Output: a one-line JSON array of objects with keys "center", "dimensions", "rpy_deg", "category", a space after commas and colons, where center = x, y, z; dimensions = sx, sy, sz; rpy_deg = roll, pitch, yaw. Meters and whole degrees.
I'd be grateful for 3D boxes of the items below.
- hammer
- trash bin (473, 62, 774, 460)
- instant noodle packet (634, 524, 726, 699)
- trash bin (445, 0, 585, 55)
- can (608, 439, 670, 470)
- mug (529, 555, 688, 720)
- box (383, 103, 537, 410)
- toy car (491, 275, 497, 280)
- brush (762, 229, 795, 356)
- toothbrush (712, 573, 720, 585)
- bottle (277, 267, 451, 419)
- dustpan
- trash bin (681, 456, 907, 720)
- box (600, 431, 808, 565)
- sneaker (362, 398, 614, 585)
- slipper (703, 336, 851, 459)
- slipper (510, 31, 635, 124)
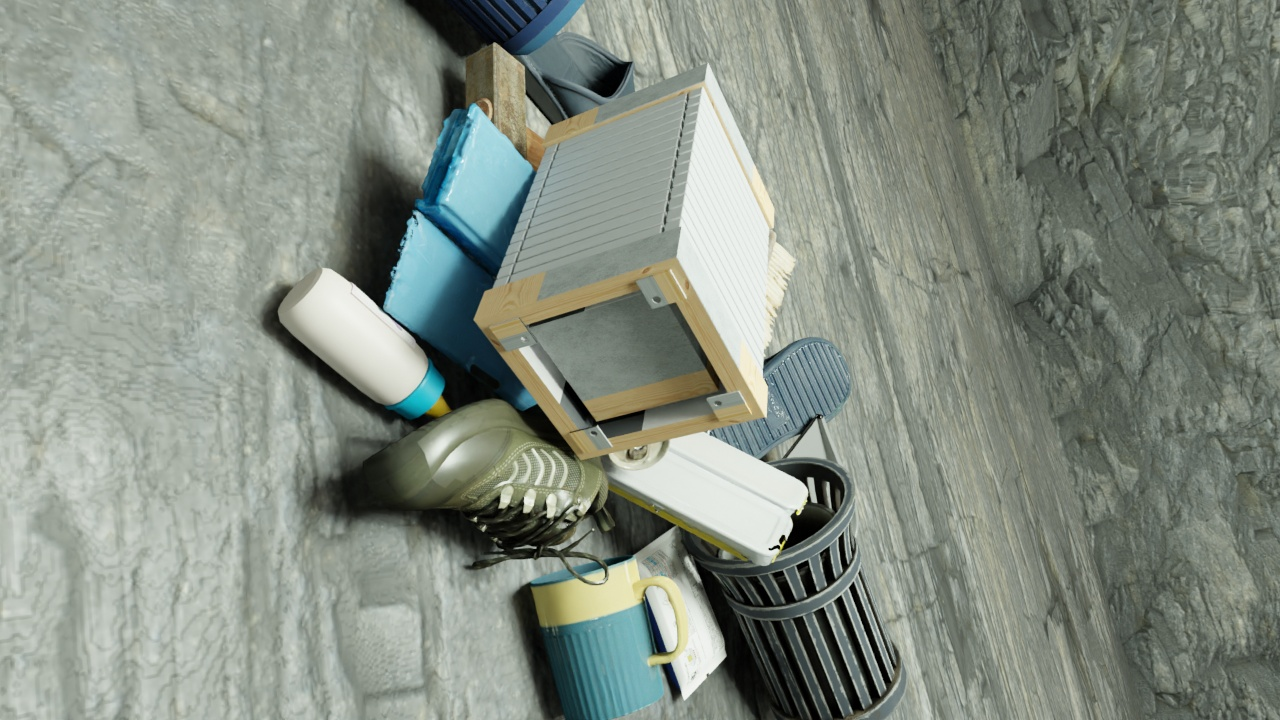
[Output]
[{"center": [-0.056, -0.157, 0.888], "dimensions": [0.300, 0.037, 0.157], "rpy_deg": [27, 53, -53], "category": "hammer"}, {"center": [0.004, -0.077, 0.681], "dimensions": [0.142, 0.143, 0.246], "rpy_deg": [57, 29, -35], "category": "trash bin"}, {"center": [0.037, 0.228, 0.842], "dimensions": [0.086, 0.026, 0.134], "rpy_deg": [-20, 89, -57], "category": "instant noodle packet"}, {"center": [-0.158, -0.384, 0.773], "dimensions": [0.249, 0.140, 0.139], "rpy_deg": [40, 42, -30], "category": "trash bin"}, {"center": [-0.017, 0.034, 0.786], "dimensions": [0.054, 0.054, 0.135], "rpy_deg": [46, 10, -31], "category": "can"}, {"center": [-0.018, 0.206, 0.692], "dimensions": [0.083, 0.114, 0.107], "rpy_deg": [8, 67, -68], "category": "mug"}, {"center": [-0.101, -0.061, 0.728], "dimensions": [0.231, 0.033, 0.174], "rpy_deg": [44, 57, -54], "category": "box"}, {"center": [-0.110, -0.076, 0.795], "dimensions": [0.038, 0.027, 0.090], "rpy_deg": [-27, 95, -55], "category": "toy car"}, {"center": [0.119, -0.066, 1.070], "dimensions": [0.056, 0.083, 0.270], "rpy_deg": [52, 36, -23], "category": "brush"}, {"center": [0.052, 0.152, 0.915], "dimensions": [0.016, 0.016, 0.167], "rpy_deg": [-38, 105, -55], "category": "toothbrush"}, {"center": [-0.178, 0.000, 0.631], "dimensions": [0.146, 0.051, 0.051], "rpy_deg": [47, 39, -31], "category": "bottle"}, {"center": [0.201, 0.212, 1.038], "dimensions": [0.162, 0.033, 0.258], "rpy_deg": [-44, 128, -37], "category": "dustpan"}, {"center": [0.157, 0.234, 0.880], "dimensions": [0.163, 0.165, 0.227], "rpy_deg": [-52, 124, -53], "category": "trash bin"}, {"center": [0.040, 0.096, 0.803], "dimensions": [0.210, 0.034, 0.129], "rpy_deg": [25, 30, 13], "category": "box"}, {"center": [-0.092, 0.107, 0.653], "dimensions": [0.237, 0.101, 0.143], "rpy_deg": [-2, 67, -62], "category": "sneaker"}, {"center": [0.139, 0.049, 1.050], "dimensions": [0.262, 0.083, 0.101], "rpy_deg": [-28, 100, -37], "category": "slipper"}, {"center": [-0.041, -0.279, 0.959], "dimensions": [0.265, 0.084, 0.108], "rpy_deg": [42, 39, -37], "category": "slipper"}]
